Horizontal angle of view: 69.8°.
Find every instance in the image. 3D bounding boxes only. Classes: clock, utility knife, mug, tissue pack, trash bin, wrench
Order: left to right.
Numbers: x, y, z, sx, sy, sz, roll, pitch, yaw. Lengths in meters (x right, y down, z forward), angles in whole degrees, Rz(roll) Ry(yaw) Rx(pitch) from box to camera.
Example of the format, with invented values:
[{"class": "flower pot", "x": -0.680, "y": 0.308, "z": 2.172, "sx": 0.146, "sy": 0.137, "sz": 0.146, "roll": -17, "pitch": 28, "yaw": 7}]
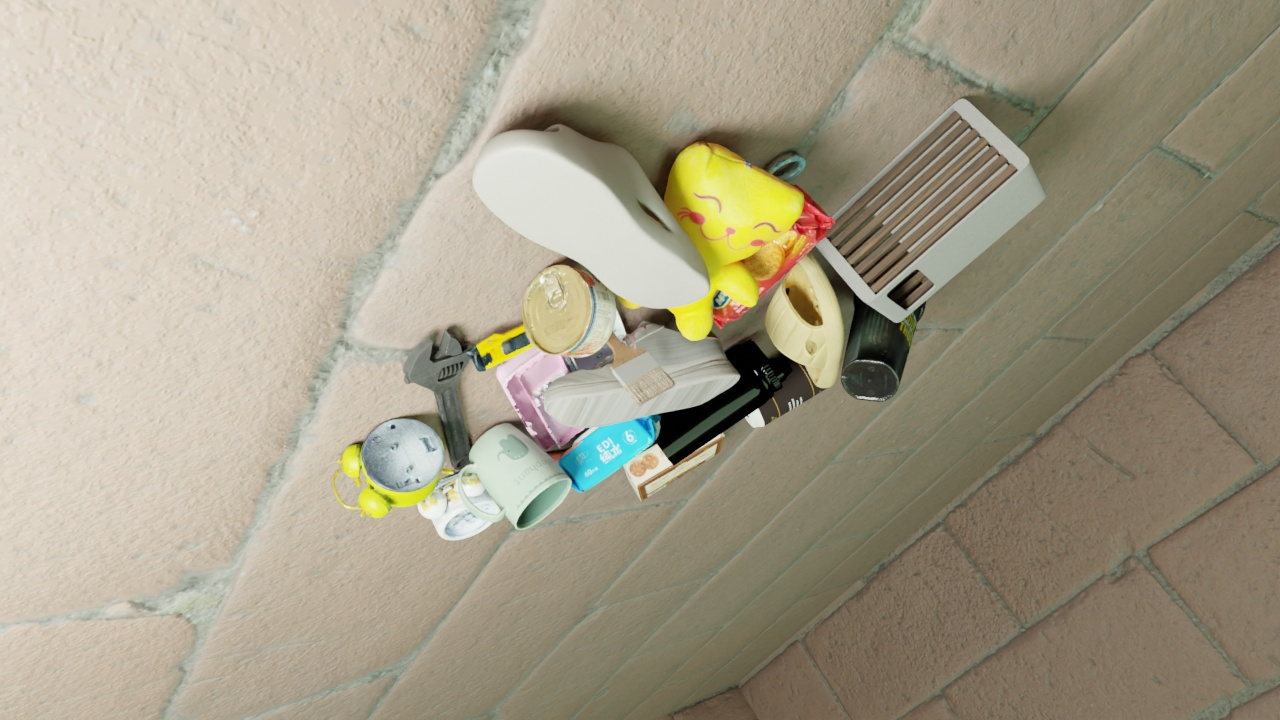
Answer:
[{"class": "clock", "x": -0.255, "y": 0.111, "z": 0.937, "sx": 0.118, "sy": 0.083, "sz": 0.057, "roll": -22, "pitch": 157, "yaw": -26}, {"class": "wrench", "x": -0.201, "y": 0.051, "z": 0.964, "sx": 0.073, "sy": 0.018, "sz": 0.274, "roll": -32, "pitch": 156, "yaw": -22}, {"class": "clock", "x": -0.219, "y": 0.169, "z": 1.106, "sx": 0.089, "sy": 0.052, "sz": 0.125, "roll": -29, "pitch": 150, "yaw": -6}, {"class": "mug", "x": -0.153, "y": 0.134, "z": 1.042, "sx": 0.111, "sy": 0.104, "sz": 0.084, "roll": -31, "pitch": 156, "yaw": -33}, {"class": "utility knife", "x": -0.101, "y": -0.032, "z": 0.922, "sx": 0.158, "sy": 0.017, "sz": 0.030, "roll": -29, "pitch": 119, "yaw": -27}, {"class": "tissue pack", "x": -0.035, "y": 0.100, "z": 1.132, "sx": 0.144, "sy": 0.061, "sz": 0.092, "roll": -36, "pitch": 179, "yaw": 9}, {"class": "trash bin", "x": 0.338, "y": -0.169, "z": 1.081, "sx": 0.229, "sy": 0.114, "sz": 0.114, "roll": -43, "pitch": 151, "yaw": 18}]

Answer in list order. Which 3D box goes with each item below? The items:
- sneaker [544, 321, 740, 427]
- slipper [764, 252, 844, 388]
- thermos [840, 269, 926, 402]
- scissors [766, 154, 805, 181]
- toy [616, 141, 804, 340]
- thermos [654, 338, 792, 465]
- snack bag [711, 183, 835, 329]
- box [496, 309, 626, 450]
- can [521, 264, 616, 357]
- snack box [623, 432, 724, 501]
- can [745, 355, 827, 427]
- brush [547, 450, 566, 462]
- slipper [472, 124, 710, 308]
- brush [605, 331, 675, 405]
[{"class": "sneaker", "x": -0.006, "y": 0.006, "z": 1.013, "sx": 0.235, "sy": 0.089, "sz": 0.099, "roll": -7, "pitch": 153, "yaw": -30}, {"class": "slipper", "x": 0.206, "y": -0.033, "z": 1.167, "sx": 0.079, "sy": 0.111, "sz": 0.262, "roll": -25, "pitch": 151, "yaw": -1}, {"class": "thermos", "x": 0.314, "y": -0.040, "z": 1.196, "sx": 0.220, "sy": 0.098, "sz": 0.098, "roll": -62, "pitch": 179, "yaw": -46}, {"class": "scissors", "x": 0.105, "y": -0.166, "z": 0.951, "sx": 0.139, "sy": 0.013, "sz": 0.118, "roll": -22, "pitch": 155, "yaw": -20}, {"class": "toy", "x": 0.066, "y": -0.116, "z": 0.894, "sx": 0.134, "sy": 0.087, "sz": 0.194, "roll": 23, "pitch": 129, "yaw": -9}, {"class": "thermos", "x": 0.102, "y": 0.048, "z": 1.211, "sx": 0.198, "sy": 0.086, "sz": 0.086, "roll": -34, "pitch": 153, "yaw": 2}, {"class": "snack bag", "x": 0.120, "y": -0.114, "z": 0.968, "sx": 0.082, "sy": 0.082, "sz": 0.177, "roll": -1, "pitch": 146, "yaw": -46}, {"class": "box", "x": -0.075, "y": 0.022, "z": 1.039, "sx": 0.152, "sy": 0.037, "sz": 0.201, "roll": -38, "pitch": 154, "yaw": -11}, {"class": "can", "x": -0.068, "y": -0.046, "z": 0.877, "sx": 0.086, "sy": 0.086, "sz": 0.043, "roll": -47, "pitch": 152, "yaw": 24}, {"class": "snack box", "x": 0.049, "y": 0.141, "z": 1.323, "sx": 0.143, "sy": 0.041, "sz": 0.147, "roll": -30, "pitch": 165, "yaw": -6}, {"class": "can", "x": 0.203, "y": 0.038, "z": 1.320, "sx": 0.128, "sy": 0.072, "sz": 0.072, "roll": -30, "pitch": 153, "yaw": -6}, {"class": "brush", "x": -0.079, "y": 0.128, "z": 1.209, "sx": 0.172, "sy": 0.030, "sz": 0.041, "roll": -12, "pitch": 145, "yaw": -35}, {"class": "slipper", "x": -0.030, "y": -0.133, "z": 0.786, "sx": 0.113, "sy": 0.080, "sz": 0.265, "roll": -12, "pitch": 150, "yaw": 38}, {"class": "brush", "x": -0.027, "y": -0.017, "z": 0.906, "sx": 0.045, "sy": 0.143, "sz": 0.008, "roll": -29, "pitch": 155, "yaw": -27}]
